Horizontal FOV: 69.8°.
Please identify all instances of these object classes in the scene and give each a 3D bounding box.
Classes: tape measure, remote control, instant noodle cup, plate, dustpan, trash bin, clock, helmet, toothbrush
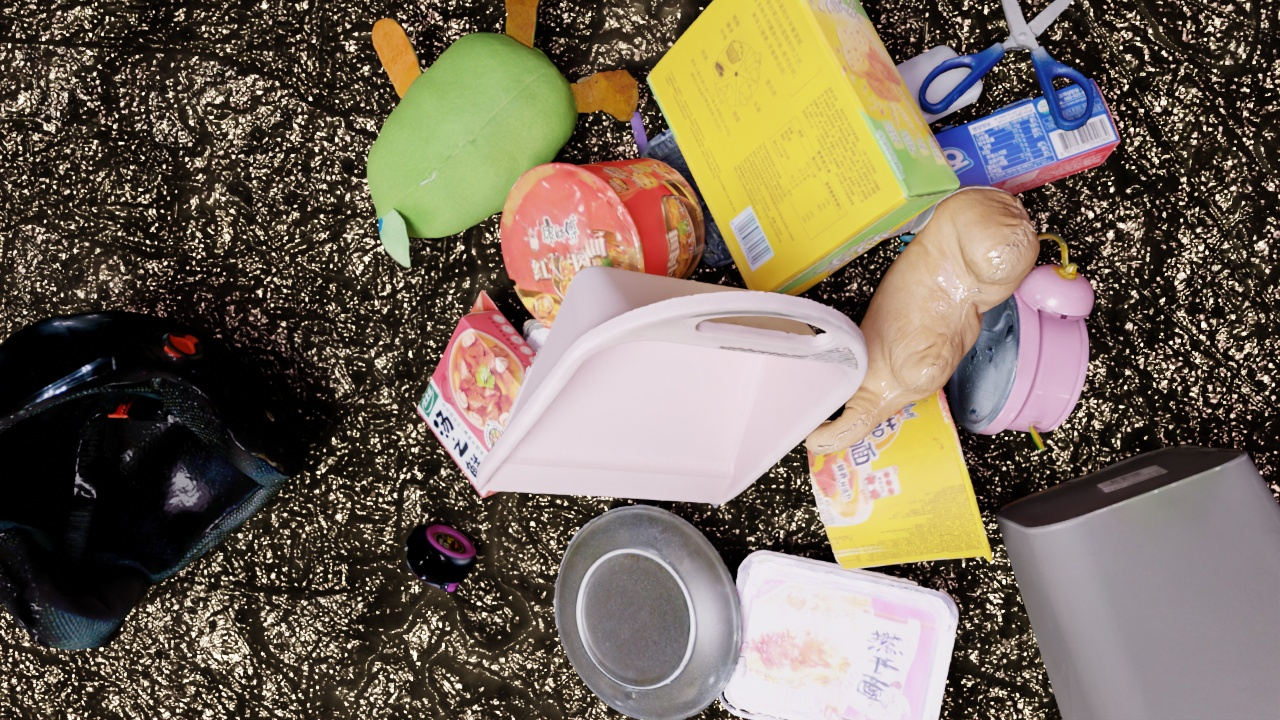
[{"bbox_3d":[-0.174,0.171,0.794,0.057,0.057,0.039,24,102,-36],"label":"tape measure"},{"bbox_3d":[0.198,-0.200,0.715,0.136,0.020,0.056,-28,67,-9],"label":"remote control"},{"bbox_3d":[0.195,0.095,0.705,0.110,0.137,0.138,-16,90,18],"label":"instant noodle cup"},{"bbox_3d":[-0.002,0.211,0.758,0.180,0.024,0.179,0,89,28],"label":"plate"},{"bbox_3d":[-0.024,-0.096,0.714,0.138,0.108,0.138,18,120,32],"label":"instant noodle cup"},{"bbox_3d":[0.023,0.043,0.629,0.222,0.138,0.274,4,122,-21],"label":"dustpan"},{"bbox_3d":[0.381,0.189,0.655,0.199,0.199,0.219,-21,83,7],"label":"trash bin"},{"bbox_3d":[0.157,0.229,0.748,0.173,0.060,0.138,10,94,6],"label":"instant noodle cup"},{"bbox_3d":[0.287,-0.018,0.690,0.060,0.117,0.158,8,96,-3],"label":"clock"},{"bbox_3d":[-0.417,0.070,0.724,0.233,0.275,0.230,-42,60,-1],"label":"helmet"},{"bbox_3d":[0.014,-0.132,0.776,0.014,0.017,0.189,-14,88,-3],"label":"toothbrush"}]

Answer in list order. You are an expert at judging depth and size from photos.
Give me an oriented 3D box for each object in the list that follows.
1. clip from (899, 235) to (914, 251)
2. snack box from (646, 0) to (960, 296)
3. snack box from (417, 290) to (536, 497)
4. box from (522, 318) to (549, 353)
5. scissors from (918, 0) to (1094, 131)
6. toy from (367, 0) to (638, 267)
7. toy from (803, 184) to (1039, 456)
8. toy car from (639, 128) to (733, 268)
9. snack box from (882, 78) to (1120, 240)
[{"bbox_3d":[0.238,-0.092,0.743,0.055,0.013,0.038,3,93,9],"label":"clip"},{"bbox_3d":[0.111,-0.171,0.673,0.158,0.069,0.210,-37,74,48],"label":"snack box"},{"bbox_3d":[-0.129,0.027,0.747,0.127,0.044,0.113,48,127,21],"label":"snack box"},{"bbox_3d":[-0.005,0.004,0.763,0.184,0.059,0.090,2,94,6],"label":"box"},{"bbox_3d":[0.286,-0.232,0.691,0.176,0.012,0.162,-30,60,0],"label":"scissors"},{"bbox_3d":[-0.132,-0.190,0.755,0.247,0.090,0.227,-38,101,12],"label":"toy"},{"bbox_3d":[0.199,-0.024,0.669,0.082,0.143,0.226,32,108,3],"label":"toy"},{"bbox_3d":[0.047,-0.134,0.755,0.054,0.037,0.120,-33,88,-5],"label":"toy car"},{"bbox_3d":[0.251,-0.148,0.712,0.208,0.058,0.057,-19,79,9],"label":"snack box"}]
